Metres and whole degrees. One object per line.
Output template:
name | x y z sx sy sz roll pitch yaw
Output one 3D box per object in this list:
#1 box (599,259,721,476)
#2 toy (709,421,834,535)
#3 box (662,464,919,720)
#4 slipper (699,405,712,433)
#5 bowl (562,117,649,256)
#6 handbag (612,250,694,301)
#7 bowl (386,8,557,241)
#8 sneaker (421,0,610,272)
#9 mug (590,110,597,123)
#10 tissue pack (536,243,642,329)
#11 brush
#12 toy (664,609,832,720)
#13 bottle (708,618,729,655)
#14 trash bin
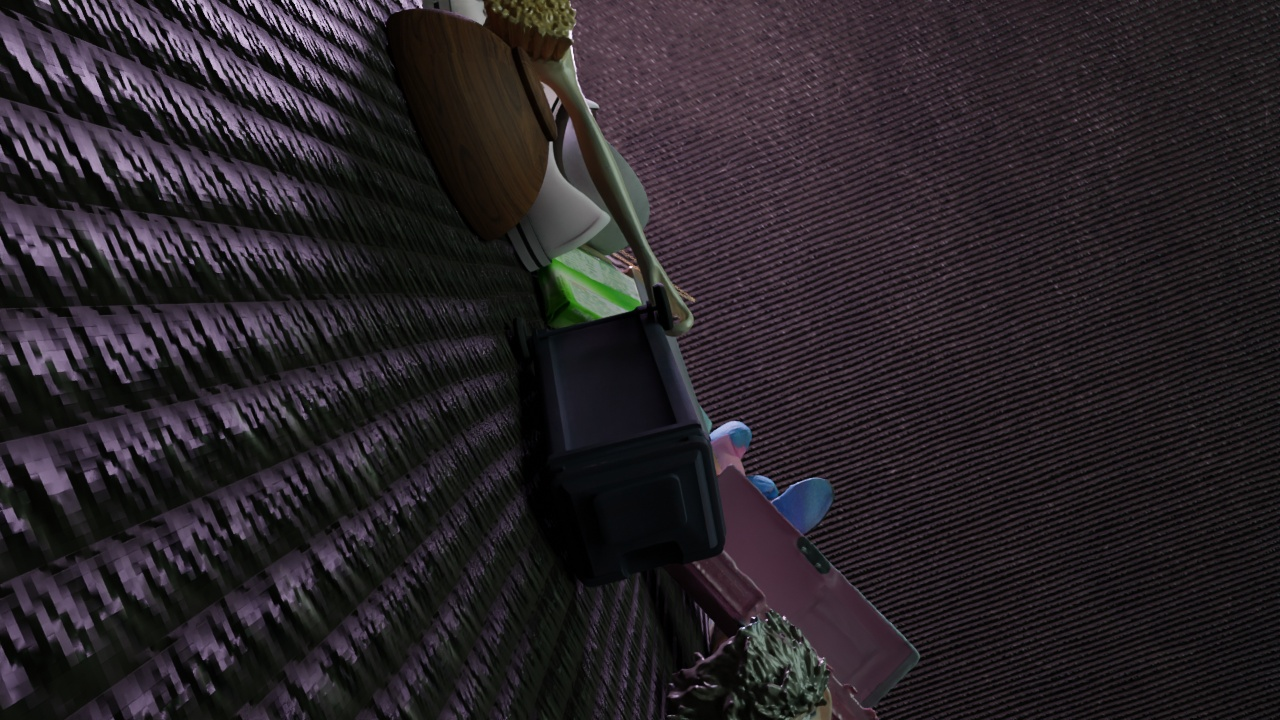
box | -0.005 0.005 0.822 0.157 0.063 0.216 14 48 -42
toy | 0.104 0.159 0.962 0.225 0.098 0.191 -59 -143 42
box | 0.125 0.193 0.750 0.232 0.115 0.099 45 -17 9
slipper | 0.037 0.080 0.942 0.116 0.069 0.276 133 -56 -62
bowl | -0.061 -0.143 0.797 0.132 0.064 0.132 39 -18 14
handbag | -0.020 -0.110 0.923 0.178 0.027 0.084 32 10 -6
bowl | -0.093 -0.156 0.574 0.147 0.069 0.147 -19 89 -86
sneaker | -0.086 -0.199 0.694 0.091 0.097 0.245 -42 112 -86
mug | -0.093 -0.219 0.978 0.114 0.087 0.088 12 -72 58
tissue pack | -0.038 -0.050 0.758 0.114 0.034 0.099 26 32 -35
brush | -0.031 -0.138 0.637 0.272 0.062 0.077 62 -18 -8
toy | 0.079 0.256 0.598 0.076 0.132 0.176 3 -80 61
bottle | 0.103 0.301 1.000 0.162 0.056 0.056 -37 106 -86
trash bin | -0.012 0.037 0.516 0.160 0.094 0.092 -108 -175 -58
